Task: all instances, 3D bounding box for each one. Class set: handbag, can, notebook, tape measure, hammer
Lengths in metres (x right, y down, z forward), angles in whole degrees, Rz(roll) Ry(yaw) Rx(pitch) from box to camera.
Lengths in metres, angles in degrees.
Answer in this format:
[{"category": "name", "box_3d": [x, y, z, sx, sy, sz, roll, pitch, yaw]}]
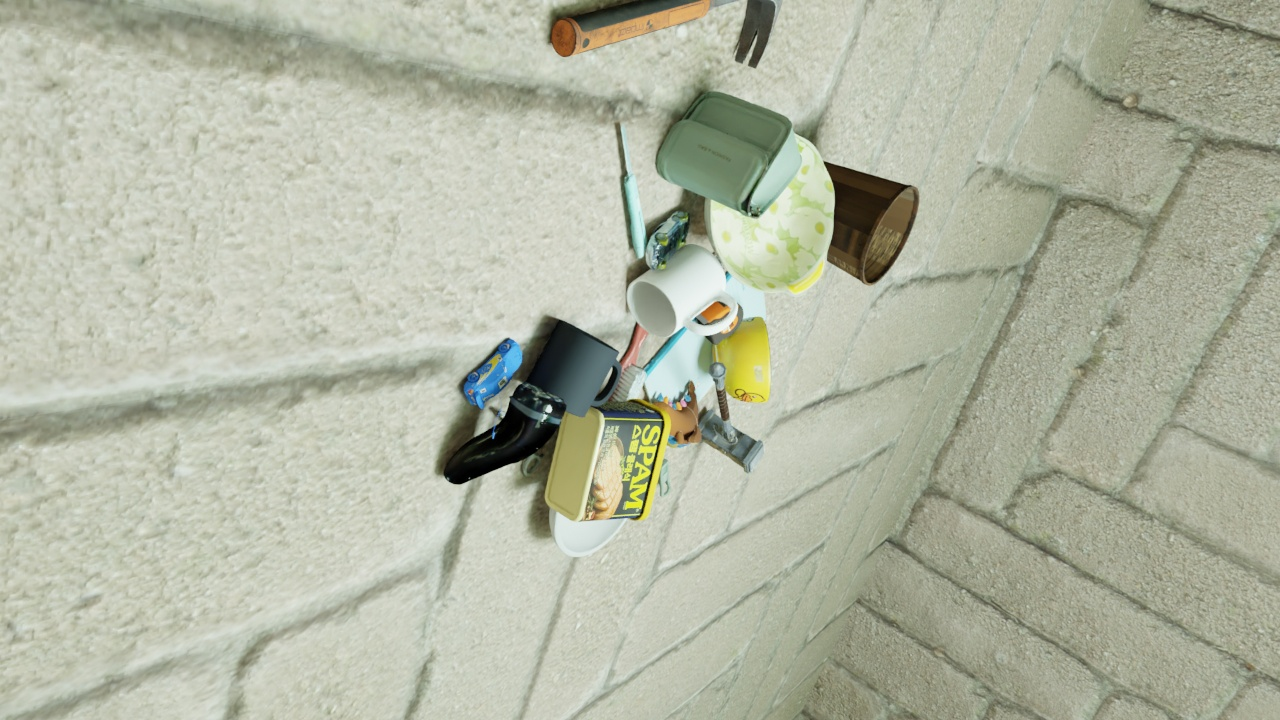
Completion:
[{"category": "handbag", "box_3d": [0.094, -0.212, 0.949, 0.106, 0.122, 0.067, -54, 152, -11]}, {"category": "can", "box_3d": [-0.038, 0.112, 1.040, 0.104, 0.075, 0.135, 5, 102, -44]}, {"category": "notebook", "box_3d": [0.094, -0.022, 1.255, 0.253, 0.009, 0.181, -49, 151, -19]}, {"category": "tape measure", "box_3d": [0.100, -0.057, 1.185, 0.058, 0.038, 0.058, -39, 147, -9]}, {"category": "hammer", "box_3d": [0.037, -0.316, 0.852, 0.313, 0.035, 0.138, -33, 142, -40]}, {"category": "hammer", "box_3d": [0.113, 0.068, 1.229, 0.044, 0.098, 0.322, -53, 160, -13]}]

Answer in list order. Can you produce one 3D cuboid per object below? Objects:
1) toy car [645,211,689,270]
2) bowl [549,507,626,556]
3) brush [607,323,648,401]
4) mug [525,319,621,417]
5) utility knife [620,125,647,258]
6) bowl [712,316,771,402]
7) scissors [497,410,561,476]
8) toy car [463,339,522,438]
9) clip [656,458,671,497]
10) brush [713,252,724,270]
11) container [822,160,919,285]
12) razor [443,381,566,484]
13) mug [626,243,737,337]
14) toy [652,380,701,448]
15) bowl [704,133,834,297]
[{"category": "toy car", "box_3d": [0.029, -0.136, 1.018, 0.089, 0.027, 0.039, -51, 152, -44]}, {"category": "bowl", "box_3d": [-0.064, 0.167, 1.136, 0.149, 0.043, 0.150, -29, 132, -39]}, {"category": "brush", "box_3d": [-0.007, 0.006, 1.097, 0.040, 0.030, 0.172, 0, 116, -59]}, {"category": "mug", "box_3d": [-0.061, 0.013, 0.960, 0.105, 0.071, 0.077, 26, 94, -49]}, {"category": "utility knife", "box_3d": [-0.010, -0.172, 0.937, 0.166, 0.015, 0.022, 79, 26, -49]}, {"category": "bowl", "box_3d": [0.133, 0.001, 1.236, 0.117, 0.067, 0.117, 169, -83, -89]}, {"category": "scissors", "box_3d": [-0.114, 0.071, 1.001, 0.157, 0.014, 0.142, -44, 152, -28]}, {"category": "toy car", "box_3d": [-0.130, 0.028, 0.878, 0.091, 0.062, 0.033, -47, 150, -23]}, {"category": "clip", "box_3d": [0.027, 0.165, 1.308, 0.023, 0.042, 0.076, -40, 147, -29]}, {"category": "brush", "box_3d": [0.064, -0.085, 1.139, 0.135, 0.015, 0.050, -41, 146, -31]}, {"category": "container", "box_3d": [0.247, -0.190, 1.173, 0.131, 0.167, 0.132, -39, 146, -33]}, {"category": "razor", "box_3d": [-0.137, 0.073, 0.901, 0.141, 0.063, 0.053, -33, 159, 15]}, {"category": "mug", "box_3d": [0.055, -0.070, 1.036, 0.090, 0.110, 0.074, -38, 154, -35]}, {"category": "toy", "box_3d": [0.045, 0.064, 1.212, 0.090, 0.071, 0.102, 40, 59, -50]}, {"category": "bowl", "box_3d": [0.141, -0.175, 1.080, 0.188, 0.060, 0.219, -41, 116, -21]}]
